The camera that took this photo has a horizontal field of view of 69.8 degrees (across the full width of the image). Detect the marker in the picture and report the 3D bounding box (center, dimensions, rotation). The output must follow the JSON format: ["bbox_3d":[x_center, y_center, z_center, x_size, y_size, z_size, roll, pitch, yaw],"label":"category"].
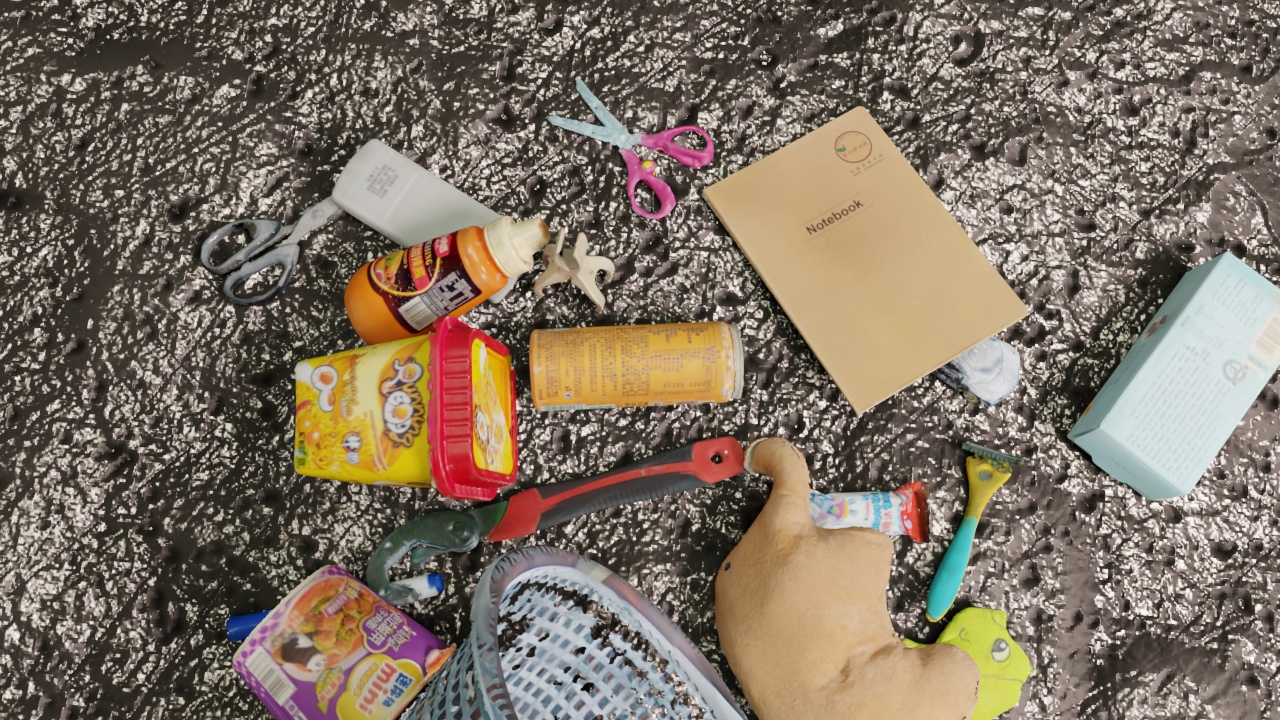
[{"bbox_3d":[-0.207,0.168,0.627,0.145,0.017,0.017,-12,79,-4],"label":"marker"}]

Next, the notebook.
[{"bbox_3d":[0.161,-0.080,0.675,0.147,0.008,0.207,-29,71,-7],"label":"notebook"}]

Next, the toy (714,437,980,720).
[{"bbox_3d":[0.110,0.162,0.600,0.143,0.082,0.226,-35,73,11],"label":"toy"}]

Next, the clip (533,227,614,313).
[{"bbox_3d":[-0.058,-0.067,0.646,0.095,0.102,0.035,10,78,26],"label":"clip"}]

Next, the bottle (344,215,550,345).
[{"bbox_3d":[-0.129,-0.059,0.632,0.150,0.066,0.066,-24,79,14],"label":"bottle"}]

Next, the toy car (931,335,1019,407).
[{"bbox_3d":[0.230,-0.009,0.669,0.105,0.031,0.049,34,80,4],"label":"toy car"}]

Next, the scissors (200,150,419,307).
[{"bbox_3d":[-0.249,-0.114,0.686,0.133,0.014,0.175,20,78,1],"label":"scissors"}]

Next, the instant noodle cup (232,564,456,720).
[{"bbox_3d":[-0.188,0.189,0.573,0.099,0.112,0.111,42,80,4],"label":"instant noodle cup"}]

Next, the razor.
[{"bbox_3d":[0.227,0.121,0.643,0.043,0.028,0.132,18,74,26],"label":"razor"}]

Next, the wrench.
[{"bbox_3d":[-0.057,0.103,0.639,0.273,0.016,0.056,-18,57,-7],"label":"wrench"}]

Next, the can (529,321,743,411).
[{"bbox_3d":[-0.004,0.004,0.645,0.146,0.058,0.058,-3,78,-2],"label":"can"}]

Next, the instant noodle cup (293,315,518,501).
[{"bbox_3d":[-0.156,0.037,0.613,0.124,0.116,0.116,-5,79,9],"label":"instant noodle cup"}]

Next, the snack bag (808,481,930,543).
[{"bbox_3d":[0.152,0.108,0.645,0.105,0.026,0.045,-2,86,1],"label":"snack bag"}]

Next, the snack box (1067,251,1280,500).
[{"bbox_3d":[0.393,0.011,0.659,0.074,0.052,0.174,40,79,7],"label":"snack box"}]

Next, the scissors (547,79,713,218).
[{"bbox_3d":[-0.004,-0.173,0.705,0.108,0.017,0.135,-35,78,-7],"label":"scissors"}]

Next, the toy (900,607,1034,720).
[{"bbox_3d":[0.214,0.215,0.623,0.100,0.031,0.096,5,82,3],"label":"toy"}]

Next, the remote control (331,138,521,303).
[{"bbox_3d":[-0.152,-0.103,0.678,0.150,0.021,0.058,32,80,1],"label":"remote control"}]

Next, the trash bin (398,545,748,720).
[{"bbox_3d":[-0.063,0.246,0.488,0.195,0.226,0.226,-43,82,14],"label":"trash bin"}]
